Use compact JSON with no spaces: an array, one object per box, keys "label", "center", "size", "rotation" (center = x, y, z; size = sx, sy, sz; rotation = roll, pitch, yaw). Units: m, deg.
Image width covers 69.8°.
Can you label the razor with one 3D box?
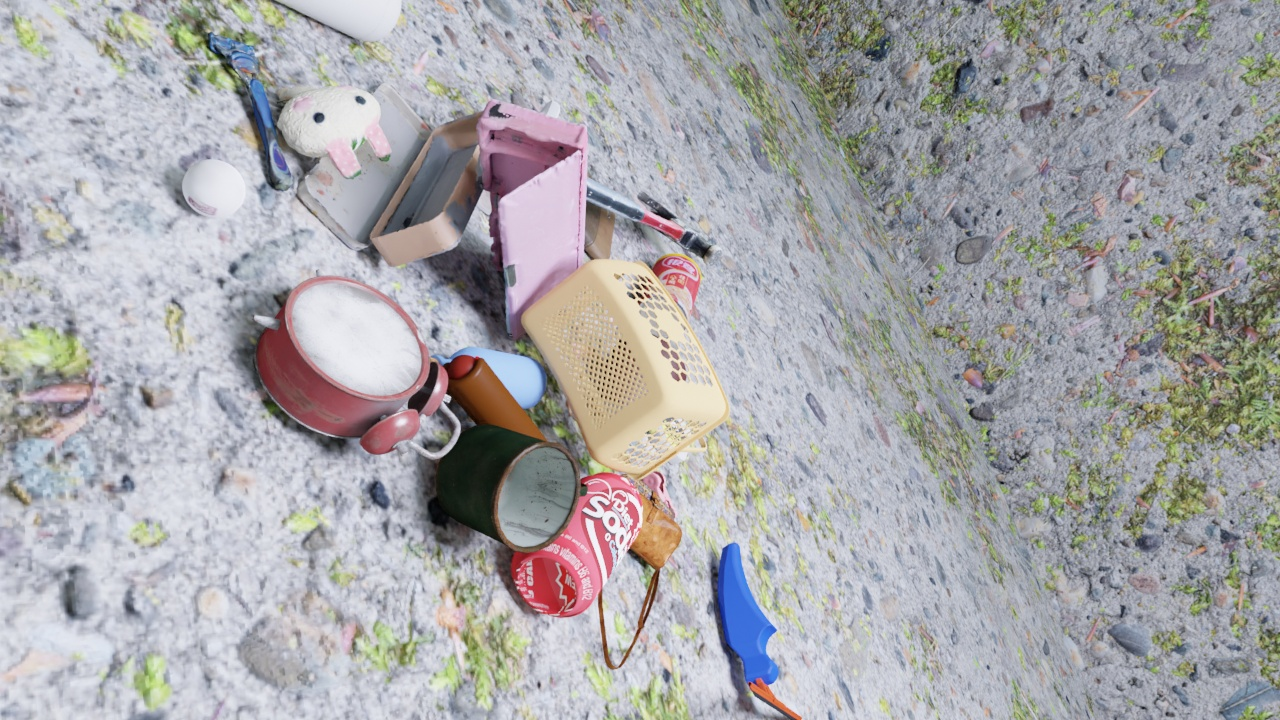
[{"label":"razor","center":[-0.303,-0.199,0.733],"size":[0.043,0.018,0.141],"rotation":[-4,69,-62]}]

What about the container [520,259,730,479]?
[{"label":"container","center":[-0.005,0.005,0.871],"size":[0.183,0.129,0.166],"rotation":[60,20,20]}]

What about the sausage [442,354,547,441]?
[{"label":"sausage","center":[-0.115,0.050,0.768],"size":[0.040,0.040,0.156],"rotation":[-90,158,-43]}]

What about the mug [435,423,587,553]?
[{"label":"mug","center":[-0.095,0.097,0.719],"size":[0.110,0.081,0.085],"rotation":[6,95,-48]}]

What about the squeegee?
[{"label":"squeegee","center":[0.115,0.285,0.979],"size":[0.249,0.055,0.184],"rotation":[54,22,-56]}]

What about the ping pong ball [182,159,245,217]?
[{"label":"ping pong ball","center":[-0.298,-0.120,0.642],"size":[0.040,0.040,0.040],"rotation":[41,33,-35]}]

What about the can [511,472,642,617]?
[{"label":"can","center":[-0.051,0.154,0.785],"size":[0.074,0.075,0.142],"rotation":[59,27,-7]}]

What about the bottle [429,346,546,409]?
[{"label":"bottle","center":[-0.139,0.013,0.791],"size":[0.131,0.048,0.048],"rotation":[13,54,-56]}]

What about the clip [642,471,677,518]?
[{"label":"clip","center":[0.024,0.147,0.984],"size":[0.044,0.023,0.060],"rotation":[31,41,-53]}]

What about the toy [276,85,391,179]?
[{"label":"toy","center":[-0.256,-0.199,0.753],"size":[0.112,0.050,0.087],"rotation":[50,51,4]}]

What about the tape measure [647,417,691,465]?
[{"label":"tape measure","center":[0.032,0.083,1.063],"size":[0.064,0.017,0.064],"rotation":[50,29,-23]}]

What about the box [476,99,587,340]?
[{"label":"box","center":[-0.103,-0.107,0.815],"size":[0.099,0.233,0.106],"rotation":[19,63,3]}]

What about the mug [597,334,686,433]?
[{"label":"mug","center":[-0.006,0.040,0.985],"size":[0.088,0.087,0.114],"rotation":[-53,145,-43]}]

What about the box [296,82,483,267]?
[{"label":"box","center":[-0.204,-0.181,0.821],"size":[0.216,0.115,0.096],"rotation":[-82,157,-49]}]

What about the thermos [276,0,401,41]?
[{"label":"thermos","center":[-0.323,-0.362,0.806],"size":[0.229,0.069,0.101],"rotation":[7,46,-58]}]

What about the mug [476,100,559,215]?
[{"label":"mug","center":[-0.122,-0.219,0.961],"size":[0.083,0.120,0.096],"rotation":[31,36,-17]}]

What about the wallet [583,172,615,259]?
[{"label":"wallet","center":[-0.067,-0.185,1.132],"size":[0.098,0.027,0.120],"rotation":[50,27,-31]}]

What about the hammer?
[{"label":"hammer","center":[-0.013,-0.185,1.116],"size":[0.140,0.036,0.325],"rotation":[39,13,23]}]

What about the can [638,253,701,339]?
[{"label":"can","center":[0.037,-0.082,1.170],"size":[0.067,0.067,0.124],"rotation":[52,29,-20]}]

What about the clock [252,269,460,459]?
[{"label":"clock","center":[-0.200,0.014,0.660],"size":[0.157,0.062,0.109],"rotation":[42,31,-9]}]

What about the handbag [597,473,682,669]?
[{"label":"handbag","center":[-0.008,0.198,0.866],"size":[0.093,0.043,0.195],"rotation":[45,35,-26]}]
